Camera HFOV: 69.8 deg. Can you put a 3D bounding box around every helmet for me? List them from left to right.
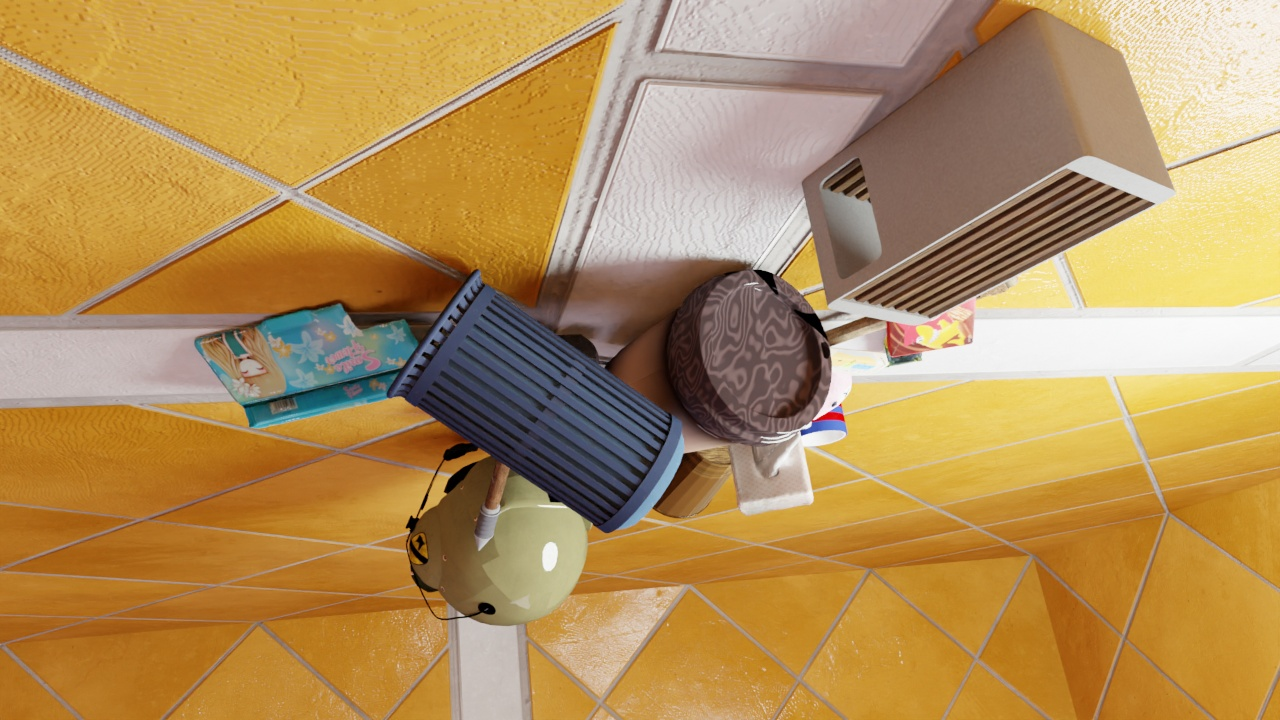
[{"bbox_3d":[-0.181,0.231,1.257,0.249,0.255,0.234,10,155,-38],"label":"helmet"}]

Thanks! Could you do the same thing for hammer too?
[{"bbox_3d":[-0.154,0.108,1.051,0.155,0.043,0.323,-3,130,-30],"label":"hammer"},{"bbox_3d":[0.258,-0.041,1.030,0.320,0.049,0.121,-21,157,28],"label":"hammer"}]

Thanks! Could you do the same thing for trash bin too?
[{"bbox_3d":[-0.088,0.045,0.845,0.249,0.139,0.140,35,146,-10],"label":"trash bin"},{"bbox_3d":[0.248,-0.130,0.695,0.114,0.114,0.230,8,154,-33],"label":"trash bin"}]

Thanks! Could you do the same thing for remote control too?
[{"bbox_3d":[0.229,0.000,1.037,0.125,0.018,0.038,4,155,-37],"label":"remote control"}]

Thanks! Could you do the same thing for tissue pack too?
[{"bbox_3d":[0.157,0.092,1.144,0.104,0.181,0.071,-12,150,13],"label":"tissue pack"}]

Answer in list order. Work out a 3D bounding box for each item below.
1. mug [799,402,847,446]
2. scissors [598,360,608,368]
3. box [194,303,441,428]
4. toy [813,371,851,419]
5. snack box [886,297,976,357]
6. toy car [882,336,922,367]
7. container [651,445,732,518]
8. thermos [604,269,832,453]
[{"bbox_3d":[0.227,0.066,1.240,0.075,0.076,0.111,-21,155,32],"label":"mug"},{"bbox_3d":[-0.015,0.012,1.113,0.171,0.014,0.090,-4,158,-16],"label":"scissors"},{"bbox_3d":[-0.312,0.013,0.942,0.227,0.083,0.172,-13,158,14],"label":"box"},{"bbox_3d":[0.242,0.028,1.172,0.098,0.053,0.096,-33,151,-36],"label":"toy"},{"bbox_3d":[0.299,-0.062,0.946,0.089,0.021,0.133,-10,135,8],"label":"snack box"},{"bbox_3d":[0.318,-0.017,1.117,0.048,0.033,0.105,-13,162,8],"label":"toy car"},{"bbox_3d":[0.079,0.136,1.315,0.132,0.132,0.168,2,151,-21],"label":"container"},{"bbox_3d":[0.063,0.019,0.961,0.172,0.172,0.227,6,162,-30],"label":"thermos"}]
